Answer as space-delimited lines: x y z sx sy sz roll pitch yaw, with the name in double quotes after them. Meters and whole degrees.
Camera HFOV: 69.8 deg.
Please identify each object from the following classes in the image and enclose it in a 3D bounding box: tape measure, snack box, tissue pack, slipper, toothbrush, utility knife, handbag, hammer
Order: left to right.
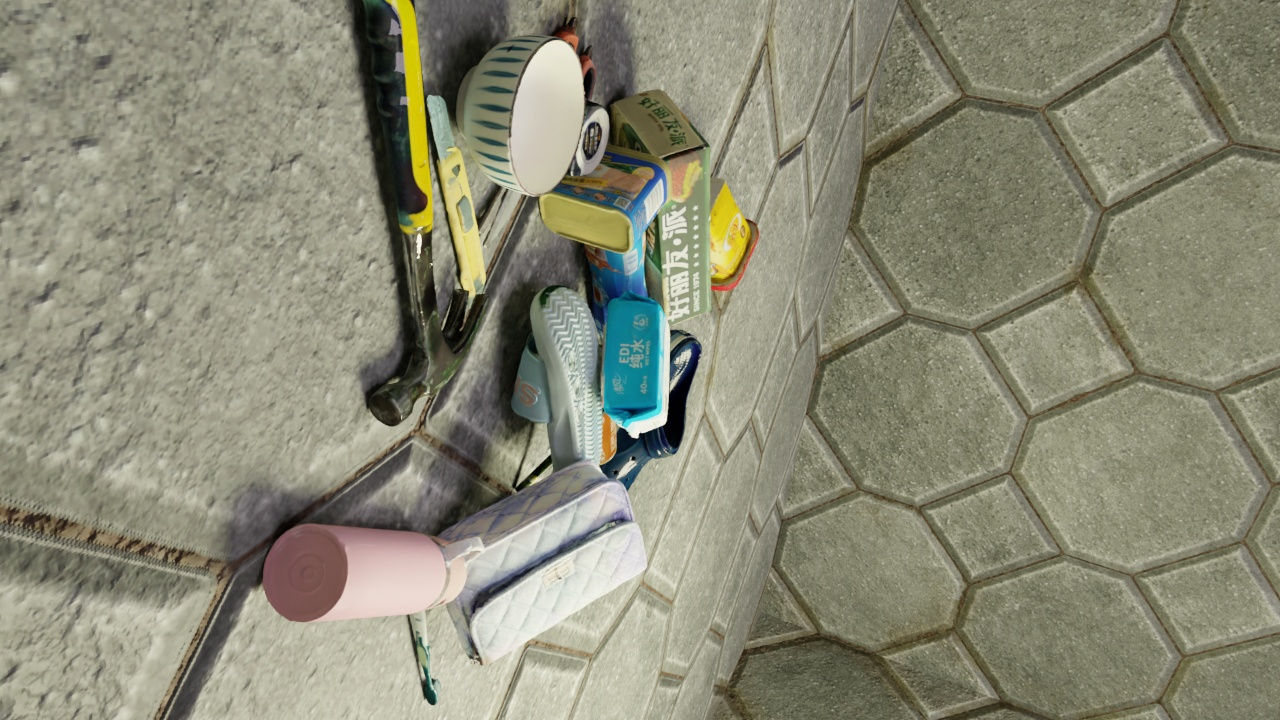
-0.157 -0.113 0.635 0.125 0.032 0.324 -52 152 -49 "hammer"
-0.203 0.266 0.863 0.018 0.016 0.192 -68 165 -51 "toothbrush"
-0.142 -0.119 0.708 0.030 0.021 0.198 -58 152 -37 "utility knife"
-0.093 0.190 0.868 0.193 0.075 0.134 -27 123 -22 "handbag"
-0.084 0.036 0.912 0.103 0.074 0.246 -63 154 -56 "slipper"
-0.056 -0.197 0.809 0.065 0.033 0.066 -28 135 -64 "tape measure"
-0.066 0.075 0.988 0.185 0.012 0.017 -44 138 -9 "toothbrush"
-0.006 0.006 0.946 0.090 0.063 0.140 59 32 -75 "tissue pack"
0.016 0.083 1.170 0.253 0.095 0.105 -62 149 1 "slipper"
0.024 -0.158 0.991 0.063 0.114 0.240 -21 141 -13 "snack box"

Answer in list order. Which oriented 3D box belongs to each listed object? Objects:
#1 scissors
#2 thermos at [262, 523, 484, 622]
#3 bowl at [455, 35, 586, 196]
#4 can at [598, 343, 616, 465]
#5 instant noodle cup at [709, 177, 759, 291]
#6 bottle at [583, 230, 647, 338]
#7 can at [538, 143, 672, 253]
-0.091 -0.198 0.785 0.204 0.015 0.197 -45 148 -57 "scissors"
-0.189 0.157 0.698 0.067 0.087 0.198 64 9 19 "thermos"
-0.096 -0.187 0.692 0.116 0.066 0.116 16 89 -72 "bowl"
-0.057 0.052 1.039 0.057 0.058 0.147 -56 155 -44 "can"
0.080 -0.168 1.184 0.115 0.116 0.124 -65 149 -25 "instant noodle cup"
-0.022 -0.068 1.024 0.219 0.065 0.065 85 27 -49 "bottle"
-0.033 -0.153 0.858 0.083 0.102 0.057 -57 156 -35 "can"
